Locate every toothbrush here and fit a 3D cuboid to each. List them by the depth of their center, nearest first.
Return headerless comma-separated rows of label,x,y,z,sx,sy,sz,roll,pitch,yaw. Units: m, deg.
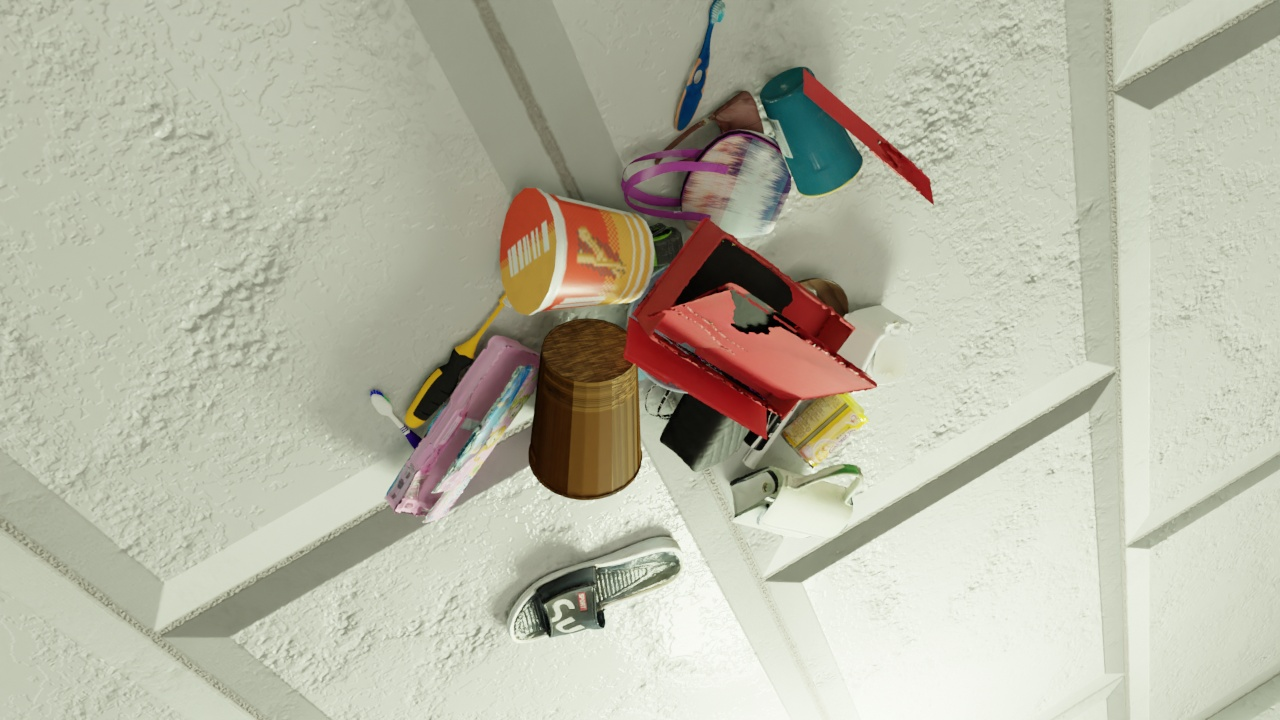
toothbrush,0.060,-0.295,0.925,0.021,0.017,0.135,5,119,-25
toothbrush,-0.194,-0.004,0.998,0.197,0.031,0.031,-51,140,8
toothbrush,-0.252,0.096,1.045,0.015,0.016,0.187,-32,131,-2

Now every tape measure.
tape measure,0.015,-0.127,0.987,0.058,0.065,0.036,-20,120,-20

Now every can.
can,0.169,0.080,1.216,0.031,0.031,0.081,20,112,-33
can,0.248,0.088,1.235,0.105,0.067,0.067,-43,129,7

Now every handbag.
handbag,0.069,-0.234,0.967,0.119,0.029,0.055,-28,133,1
handbag,0.063,-0.183,0.968,0.169,0.068,0.145,-1,142,-17
handbag,0.093,0.045,1.140,0.125,0.115,0.154,0,122,-55
handbag,0.226,0.188,1.239,0.151,0.073,0.176,20,143,-34

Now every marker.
marker,0.180,0.090,1.238,0.020,0.017,0.134,32,108,1

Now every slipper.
slipper,-0.056,0.325,1.260,0.263,0.063,0.111,-20,127,-15

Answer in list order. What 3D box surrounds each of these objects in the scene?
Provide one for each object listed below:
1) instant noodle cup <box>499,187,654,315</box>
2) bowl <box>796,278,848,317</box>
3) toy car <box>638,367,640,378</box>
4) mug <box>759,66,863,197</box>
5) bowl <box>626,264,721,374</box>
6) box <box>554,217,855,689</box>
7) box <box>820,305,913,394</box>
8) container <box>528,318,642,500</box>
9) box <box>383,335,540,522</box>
instant noodle cup,-0.062,-0.108,0.936,0.121,0.123,0.124,-1,122,-33
bowl,0.198,-0.055,1.138,0.119,0.032,0.119,-12,126,-17
toy car,-0.007,0.006,1.089,0.107,0.027,0.060,-25,128,-7
mug,0.178,-0.246,0.979,0.078,0.078,0.121,-37,124,2
bowl,0.051,-0.044,1.039,0.150,0.075,0.150,-2,101,-10
box,0.064,0.084,0.924,0.212,0.128,0.424,31,71,-30
box,0.307,-0.006,1.159,0.107,0.102,0.103,-16,133,-49
container,-0.058,0.049,1.010,0.132,0.132,0.168,-12,136,-17
box,-0.184,0.086,1.019,0.230,0.063,0.084,-54,144,9
